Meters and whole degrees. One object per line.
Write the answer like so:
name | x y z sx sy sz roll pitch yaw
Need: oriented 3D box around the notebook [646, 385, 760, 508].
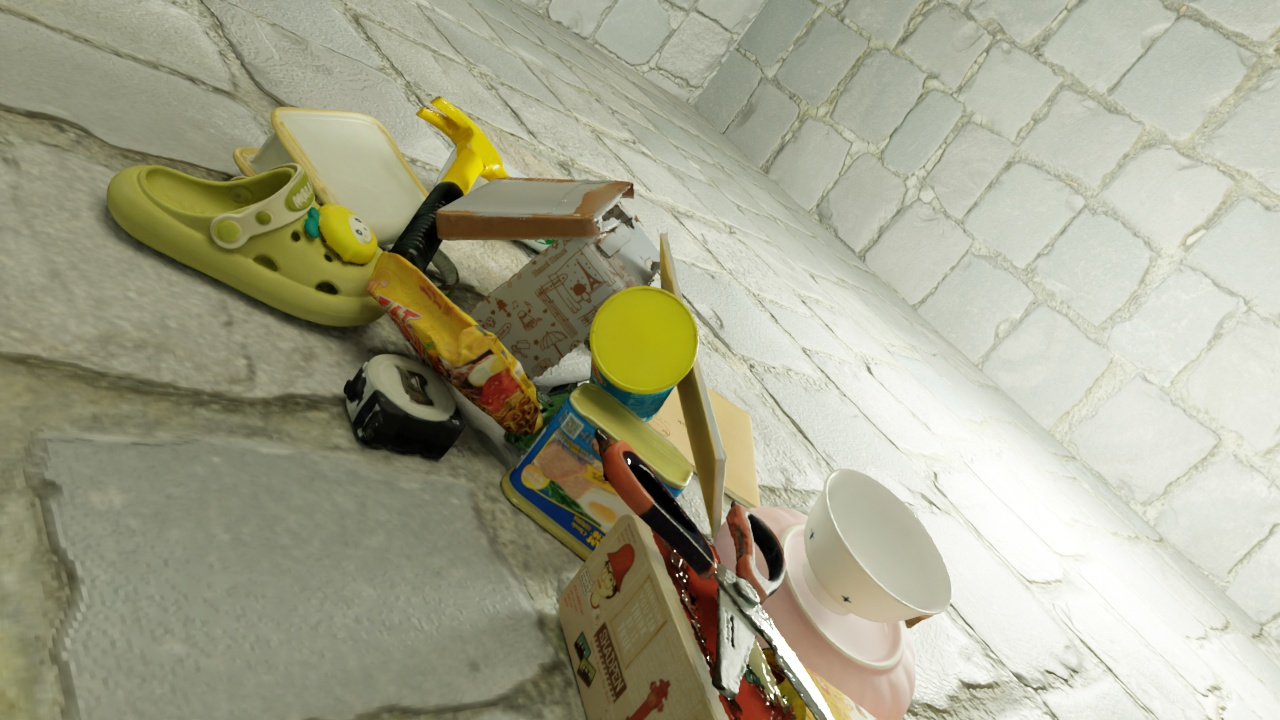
notebook | 0.056 0.060 0.912 0.148 0.008 0.207 35 20 -9

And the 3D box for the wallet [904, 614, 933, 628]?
wallet | 0.203 0.187 0.806 0.115 0.020 0.101 44 -11 19

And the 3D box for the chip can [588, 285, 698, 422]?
chip can | -0.004 0.004 0.695 0.071 0.071 0.210 39 -10 3

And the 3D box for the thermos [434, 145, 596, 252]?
thermos | -0.112 -0.156 1.010 0.224 0.073 0.073 29 22 -25

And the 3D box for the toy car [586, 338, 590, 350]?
toy car | -0.048 -0.041 0.919 0.105 0.032 0.048 48 21 21

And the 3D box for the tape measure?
tape measure | -0.152 0.028 0.583 0.065 0.034 0.066 19 28 -47

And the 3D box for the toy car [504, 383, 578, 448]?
toy car | -0.063 0.045 0.684 0.036 0.043 0.091 45 21 18

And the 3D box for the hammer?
hammer | -0.170 -0.145 0.808 0.129 0.033 0.300 52 20 -24

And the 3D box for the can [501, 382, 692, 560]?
can | -0.027 0.077 0.614 0.102 0.083 0.057 38 20 1

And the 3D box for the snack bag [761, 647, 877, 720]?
snack bag | 0.137 0.257 0.553 0.208 0.073 0.128 38 18 -23

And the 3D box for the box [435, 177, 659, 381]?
box | -0.078 -0.099 0.770 0.166 0.150 0.181 50 18 -6

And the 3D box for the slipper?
slipper | -0.246 -0.089 0.611 0.190 0.082 0.091 24 27 -29

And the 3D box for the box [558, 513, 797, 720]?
box | 0.025 0.171 0.487 0.078 0.091 0.168 22 25 -32

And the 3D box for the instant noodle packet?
instant noodle packet | -0.127 -0.011 0.620 0.128 0.044 0.111 38 -17 34

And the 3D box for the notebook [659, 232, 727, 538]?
notebook | 0.039 0.021 0.735 0.146 0.010 0.206 85 -6 -57

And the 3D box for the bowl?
bowl | 0.154 0.142 0.650 0.118 0.065 0.118 30 32 -21

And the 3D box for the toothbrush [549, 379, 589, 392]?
toothbrush | -0.063 0.024 0.776 0.016 0.014 0.189 19 13 20

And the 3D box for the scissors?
scissors | 0.049 0.116 0.495 0.225 0.015 0.188 50 16 32

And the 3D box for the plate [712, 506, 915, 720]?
plate | 0.139 0.183 0.686 0.192 0.039 0.192 29 32 -21

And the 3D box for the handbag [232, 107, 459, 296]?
handbag | -0.228 -0.118 0.757 0.178 0.063 0.163 54 20 -1
